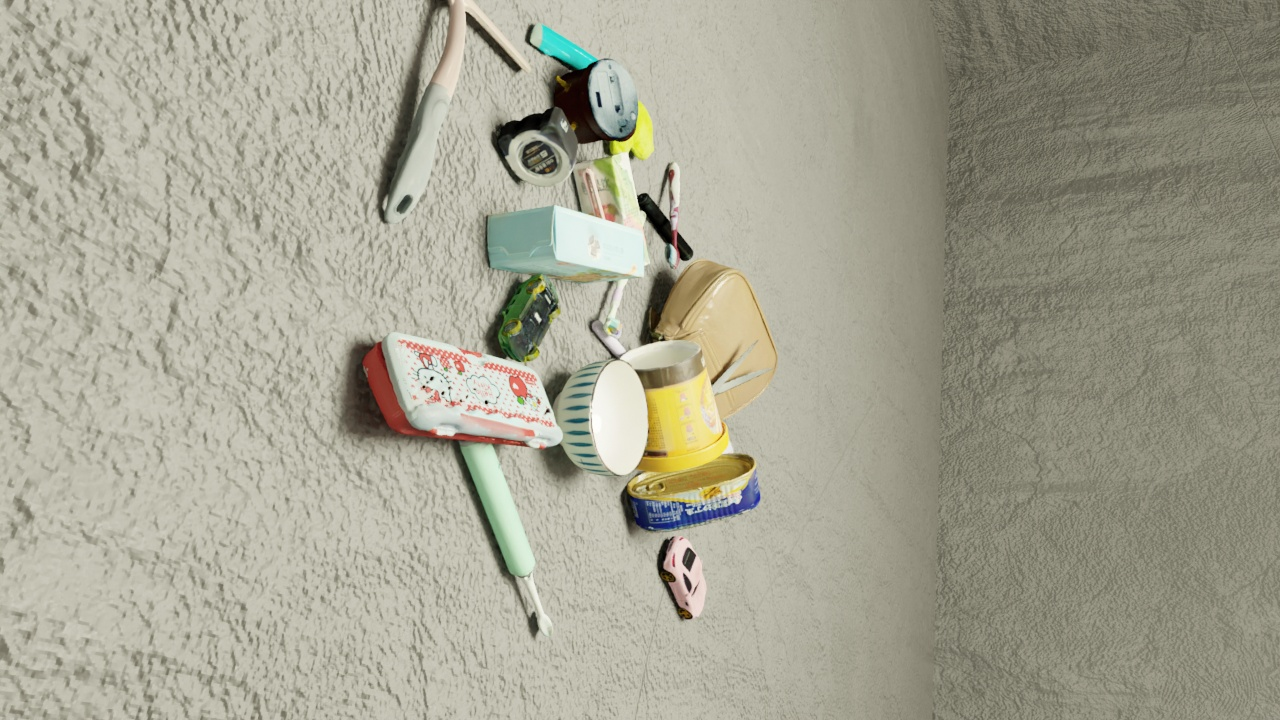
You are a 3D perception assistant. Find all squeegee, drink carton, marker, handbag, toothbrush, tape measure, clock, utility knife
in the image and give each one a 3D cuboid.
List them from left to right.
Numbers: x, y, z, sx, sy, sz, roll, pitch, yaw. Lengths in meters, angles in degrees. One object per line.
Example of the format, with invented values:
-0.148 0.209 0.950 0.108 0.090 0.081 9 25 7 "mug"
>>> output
-0.167 -0.223 0.745 0.247 0.040 0.249 39 54 -56 "squeegee"
-0.114 0.159 0.817 0.026 0.027 0.225 -22 114 -14 "toothbrush"
-0.092 -0.196 0.854 0.033 0.066 0.066 -78 151 -42 "tape measure"
-0.064 -0.318 0.977 0.186 0.013 0.029 6 84 -61 "utility knife"
-0.039 -0.269 0.962 0.121 0.055 0.082 -23 106 -52 "clock"
-0.032 -0.156 0.979 0.045 0.054 0.122 -36 118 -58 "drink carton"
-0.015 -0.103 1.032 0.029 0.020 0.189 57 34 -42 "toothbrush"
-0.006 0.006 1.049 0.021 0.029 0.189 -47 140 -4 "toothbrush"
0.032 -0.164 1.139 0.022 0.020 0.132 52 5 37 "marker"
0.038 -0.182 1.120 0.017 0.016 0.187 40 38 -38 "toothbrush"
0.087 -0.023 1.146 0.147 0.100 0.204 -45 132 -22 "handbag"

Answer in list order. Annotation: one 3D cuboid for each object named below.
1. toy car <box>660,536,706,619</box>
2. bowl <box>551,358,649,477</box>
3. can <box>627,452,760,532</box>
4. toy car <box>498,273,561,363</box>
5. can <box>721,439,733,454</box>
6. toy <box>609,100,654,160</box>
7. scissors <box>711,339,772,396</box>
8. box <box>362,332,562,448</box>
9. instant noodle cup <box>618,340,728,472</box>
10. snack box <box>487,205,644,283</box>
0.058 0.268 1.128 0.056 0.037 0.122 -61 140 -44 "toy car"
-0.046 0.058 0.915 0.116 0.066 0.116 15 74 -61 "bowl"
0.061 0.149 1.039 0.074 0.148 0.049 -111 -171 -70 "can"
-0.104 -0.039 0.845 0.043 0.036 0.091 63 35 -40 "toy car"
0.072 0.140 1.149 0.134 0.053 0.053 -42 124 -56 "can"
-0.013 -0.269 1.051 0.097 0.031 0.099 66 34 -31 "toy"
0.078 0.045 1.104 0.177 0.014 0.160 -1 123 -29 "scissors"
-0.132 0.030 0.742 0.201 0.047 0.086 18 39 -62 "box"
0.029 0.046 1.002 0.118 0.119 0.114 -41 124 -57 "instant noodle cup"
-0.067 -0.108 0.884 0.174 0.074 0.051 1 87 -62 "snack box"
